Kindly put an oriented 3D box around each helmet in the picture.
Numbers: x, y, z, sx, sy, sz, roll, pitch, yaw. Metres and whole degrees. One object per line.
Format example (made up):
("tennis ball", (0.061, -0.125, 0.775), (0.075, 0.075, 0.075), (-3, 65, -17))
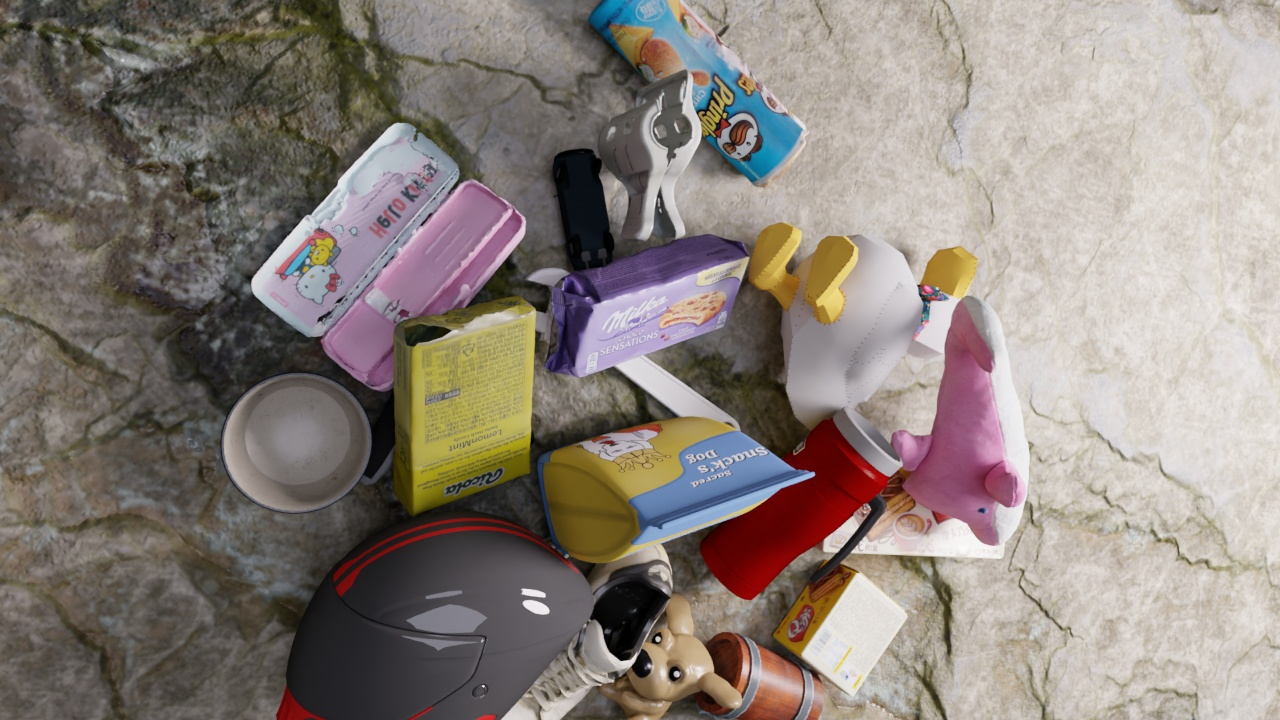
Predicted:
("helmet", (-0.165, 0.211, 0.756), (0.264, 0.164, 0.170), (-7, 113, -26))

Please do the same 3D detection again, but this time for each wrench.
("wrench", (-0.005, 0.005, 0.891), (0.273, 0.018, 0.066), (36, 81, -19))

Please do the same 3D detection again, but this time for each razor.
("razor", (-0.197, 0.042, 0.804), (0.156, 0.057, 0.060), (-45, 121, -10))

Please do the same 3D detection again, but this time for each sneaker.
("sneaker", (-0.052, 0.270, 0.838), (0.089, 0.102, 0.241), (42, 87, -18))

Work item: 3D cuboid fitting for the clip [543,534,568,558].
("clip", (-0.065, 0.164, 0.874), (0.074, 0.035, 0.023), (-41, 104, -19))

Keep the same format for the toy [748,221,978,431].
("toy", (0.225, -0.040, 0.914), (0.267, 0.141, 0.246), (28, 89, -39))

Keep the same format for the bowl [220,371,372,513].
("bowl", (-0.286, 0.065, 0.768), (0.115, 0.059, 0.115), (-1, 94, -20))

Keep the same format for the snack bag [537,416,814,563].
("snack bag", (0.025, 0.111, 0.793), (0.158, 0.206, 0.102), (-13, 94, -31))

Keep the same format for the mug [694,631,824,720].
("mug", (0.112, 0.344, 0.928), (0.111, 0.081, 0.117), (27, 102, -23))

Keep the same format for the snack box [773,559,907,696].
("snack box", (0.209, 0.277, 0.961), (0.083, 0.061, 0.105), (41, 79, -17))

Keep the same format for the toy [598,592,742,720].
("toy", (0.020, 0.308, 0.884), (0.105, 0.134, 0.108), (23, 113, -41))

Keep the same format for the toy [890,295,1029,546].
("toy", (0.307, 0.070, 0.890), (0.128, 0.186, 0.266), (-5, 113, 12))

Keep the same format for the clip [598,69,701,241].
("clip", (0.000, -0.179, 0.824), (0.091, 0.126, 0.151), (7, 95, -19))

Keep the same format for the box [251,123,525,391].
("box", (-0.213, -0.089, 0.794), (0.154, 0.045, 0.201), (38, 78, 4))

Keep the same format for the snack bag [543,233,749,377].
("snack bag", (0.003, -0.055, 0.835), (0.205, 0.097, 0.058), (-18, 55, -31))

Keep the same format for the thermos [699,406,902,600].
("thermos", (0.160, 0.147, 0.879), (0.199, 0.083, 0.108), (-46, 74, 16))

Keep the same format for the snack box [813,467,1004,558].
("snack box", (0.282, 0.148, 0.980), (0.230, 0.062, 0.110), (6, 90, -20))

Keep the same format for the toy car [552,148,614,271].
("toy car", (-0.053, -0.139, 0.854), (0.046, 0.034, 0.112), (-12, 99, -19))

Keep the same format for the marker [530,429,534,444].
("marker", (-0.134, 0.018, 0.846), (0.022, 0.016, 0.138), (-25, 102, 7))

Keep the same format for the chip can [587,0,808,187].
("chip can", (0.058, -0.267, 0.866), (0.229, 0.080, 0.079), (41, 80, -18))

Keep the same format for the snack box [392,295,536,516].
("snack box", (-0.148, 0.035, 0.771), (0.121, 0.045, 0.181), (-18, 131, -34))
